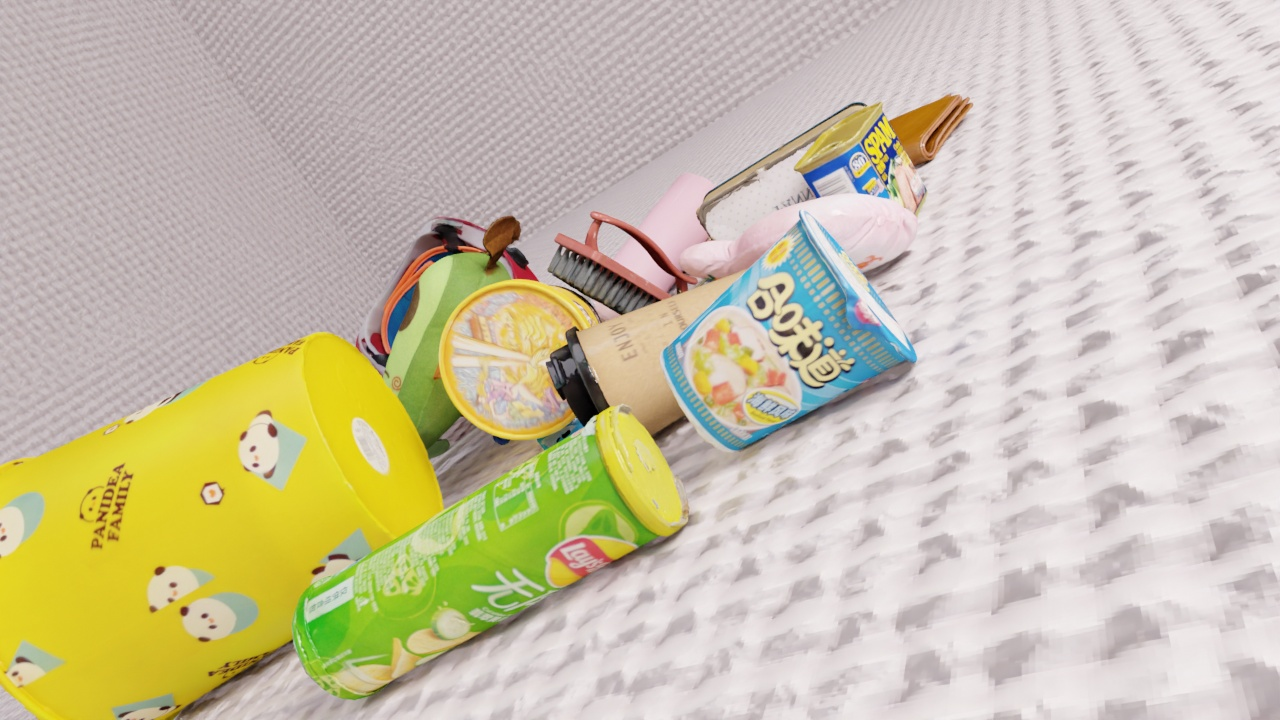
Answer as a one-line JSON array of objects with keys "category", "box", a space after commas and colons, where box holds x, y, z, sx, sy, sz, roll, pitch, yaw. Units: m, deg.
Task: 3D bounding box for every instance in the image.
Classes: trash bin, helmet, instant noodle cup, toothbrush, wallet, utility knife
[{"category": "trash bin", "box": [-0.303, 0.118, 0.683, 0.255, 0.229, 0.229, -28, 14, 3]}, {"category": "helmet", "box": [-0.177, -0.029, 1.000, 0.240, 0.143, 0.207, 36, 96, 40]}, {"category": "instant noodle cup", "box": [-0.083, -0.008, 0.722, 0.118, 0.118, 0.114, -31, 4, 12]}, {"category": "toothbrush", "box": [-0.196, 0.106, 0.884, 0.180, 0.016, 0.016, -40, 12, -13]}, {"category": "instant noodle cup", "box": [0.072, -0.009, 0.489, 0.110, 0.099, 0.099, -37, 12, 19]}, {"category": "wallet", "box": [0.243, -0.210, 0.881, 0.118, 0.035, 0.131, -43, 17, -32]}, {"category": "utility knife", "box": [-0.005, 0.004, 0.761, 0.217, 0.018, 0.034, -42, 13, -24]}]

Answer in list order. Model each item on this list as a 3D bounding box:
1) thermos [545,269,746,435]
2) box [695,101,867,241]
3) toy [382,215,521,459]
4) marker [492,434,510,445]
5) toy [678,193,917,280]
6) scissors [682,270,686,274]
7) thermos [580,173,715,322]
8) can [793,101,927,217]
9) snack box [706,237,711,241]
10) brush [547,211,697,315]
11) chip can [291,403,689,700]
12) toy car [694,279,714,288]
[{"category": "thermos", "box": [0.018, -0.002, 0.601, 0.143, 0.093, 0.093, -27, 14, 2]}, {"category": "box", "box": [0.143, -0.147, 0.792, 0.184, 0.090, 0.060, -28, 14, 17]}, {"category": "toy", "box": [-0.171, -0.022, 0.821, 0.247, 0.090, 0.227, -65, 14, 1]}, {"category": "marker", "box": [-0.106, 0.038, 0.893, 0.017, 0.017, 0.145, -27, 15, 28]}, {"category": "toy", "box": [0.108, -0.077, 0.636, 0.160, 0.054, 0.121, -10, -6, 43]}, {"category": "scissors", "box": [0.016, -0.076, 1.000, 0.180, 0.019, 0.143, -28, 14, 18]}, {"category": "thermos", "box": [0.007, -0.108, 0.928, 0.067, 0.087, 0.198, 17, 59, 39]}, {"category": "can", "box": [0.172, -0.138, 0.701, 0.057, 0.083, 0.101, -24, 17, 39]}, {"category": "snack box", "box": [0.129, -0.139, 0.923, 0.077, 0.027, 0.156, -40, 14, -18]}, {"category": "brush", "box": [-0.005, -0.072, 0.788, 0.063, 0.145, 0.069, 31, 92, 46]}, {"category": "chip can", "box": [-0.085, 0.107, 0.491, 0.221, 0.072, 0.072, -30, 14, 14]}, {"category": "toy car", "box": [0.095, -0.070, 0.744, 0.158, 0.042, 0.070, -32, 14, -1]}]
